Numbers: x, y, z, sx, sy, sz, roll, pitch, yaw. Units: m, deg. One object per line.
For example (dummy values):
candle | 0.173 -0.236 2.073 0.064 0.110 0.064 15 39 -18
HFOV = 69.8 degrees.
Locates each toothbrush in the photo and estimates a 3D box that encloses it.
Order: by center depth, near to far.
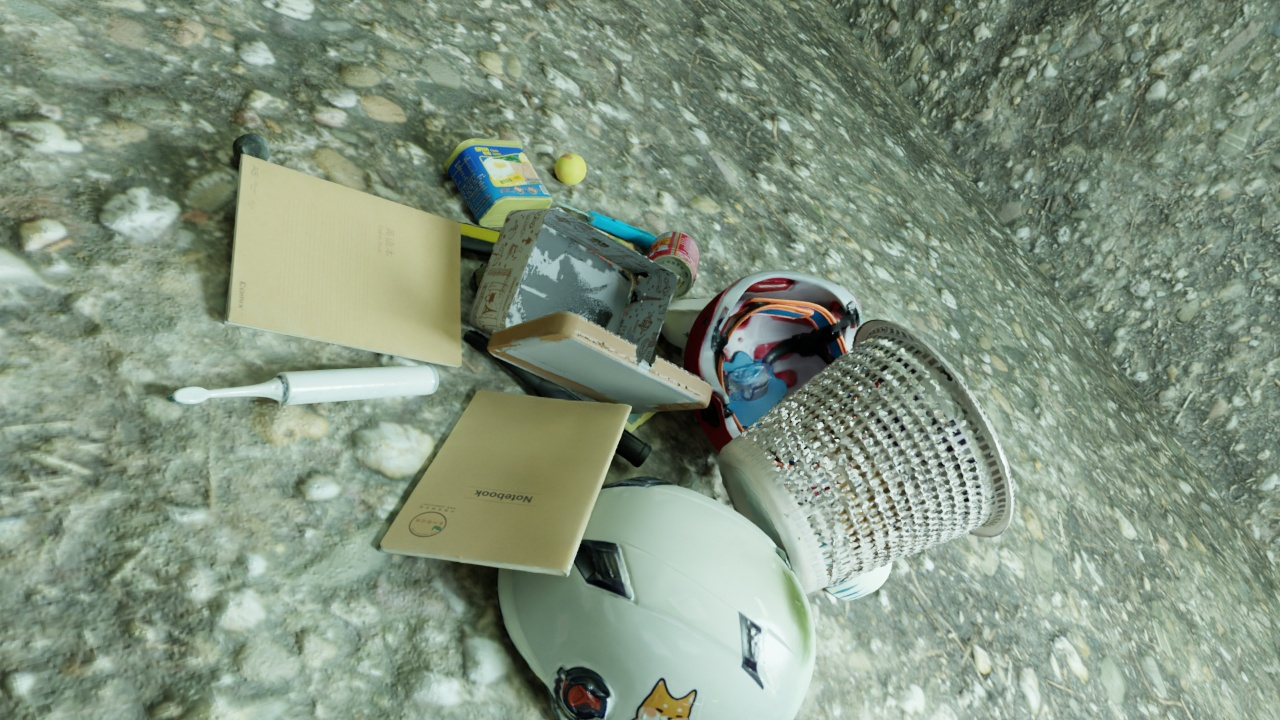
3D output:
toothbrush | -0.254 0.021 0.719 0.220 0.026 0.026 -4 79 -50
toothbrush | -0.082 0.035 0.894 0.212 0.026 0.027 35 27 -5

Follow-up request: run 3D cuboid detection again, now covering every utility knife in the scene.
utility knife | -0.011 0.063 0.966 0.031 0.021 0.206 44 37 7
utility knife | -0.039 -0.170 1.144 0.034 0.018 0.204 42 18 33

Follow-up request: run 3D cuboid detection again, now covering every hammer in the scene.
hammer | -0.230 -0.132 0.907 0.322 0.032 0.126 8 49 -45

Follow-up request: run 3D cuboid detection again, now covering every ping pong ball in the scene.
ping pong ball | -0.090 -0.246 1.177 0.040 0.040 0.040 29 37 -25

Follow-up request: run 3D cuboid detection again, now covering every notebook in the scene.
notebook | -0.101 0.090 0.749 0.148 0.008 0.207 5 33 12
notebook | -0.250 -0.082 0.802 0.211 0.012 0.149 13 66 -41

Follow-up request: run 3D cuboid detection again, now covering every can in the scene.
can | -0.159 -0.199 1.036 0.101 0.057 0.083 -13 67 -53
can | 0.039 -0.118 1.149 0.066 0.067 0.093 39 23 -11

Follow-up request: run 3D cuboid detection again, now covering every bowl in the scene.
bowl | 0.244 0.204 1.029 0.116 0.066 0.116 25 51 -36
bowl | 0.073 -0.038 1.103 0.118 0.118 0.065 -18 107 -54

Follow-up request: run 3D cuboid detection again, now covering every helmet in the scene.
helmet | 0.035 0.196 0.739 0.274 0.157 0.229 43 33 -6
helmet | 0.140 0.028 1.002 0.206 0.144 0.240 -7 87 -24

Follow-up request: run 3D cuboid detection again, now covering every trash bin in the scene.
trash bin | 0.188 0.103 0.838 0.192 0.228 0.227 -27 72 -10

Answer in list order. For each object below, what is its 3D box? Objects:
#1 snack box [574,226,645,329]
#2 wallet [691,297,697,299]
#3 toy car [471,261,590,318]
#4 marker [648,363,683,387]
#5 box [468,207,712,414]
snack box | -0.031 -0.090 1.089 0.077 0.027 0.155 18 42 -34
wallet | 0.119 -0.037 1.201 0.115 0.033 0.090 8 47 -49
toy car | -0.107 -0.072 0.975 0.157 0.042 0.070 1 53 -45
marker | -0.006 0.006 1.011 0.132 0.020 0.022 22 15 -24
box | -0.036 -0.044 0.857 0.183 0.194 0.156 25 79 -36
